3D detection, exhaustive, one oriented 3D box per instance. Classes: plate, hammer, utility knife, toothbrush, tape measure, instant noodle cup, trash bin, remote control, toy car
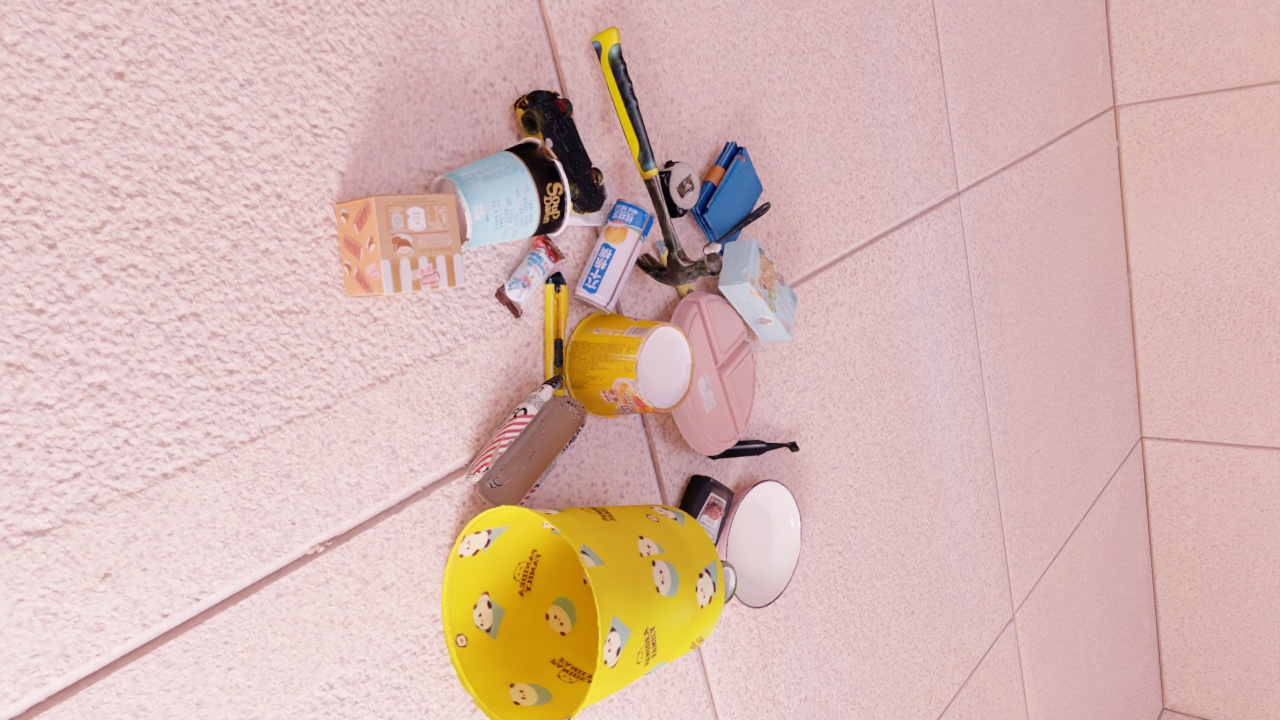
[{"bbox_3d":[0.103,0.016,1.268,0.229,0.028,0.229,9,79,-56],"label":"plate"},{"bbox_3d":[0.003,-0.247,1.141,0.031,0.126,0.323,-25,99,-41],"label":"hammer"},{"bbox_3d":[0.059,-0.101,1.261,0.167,0.018,0.030,55,49,-27],"label":"utility knife"},{"bbox_3d":[-0.099,-0.003,1.098,0.033,0.015,0.209,-4,96,-43],"label":"utility knife"},{"bbox_3d":[0.175,0.132,1.380,0.212,0.027,0.026,3,131,-46],"label":"toothbrush"},{"bbox_3d":[0.174,0.272,1.376,0.192,0.039,0.192,-3,94,-46],"label":"plate"},{"bbox_3d":[0.048,-0.232,1.226,0.065,0.034,0.066,-50,127,-32],"label":"tape measure"},{"bbox_3d":[0.141,-0.188,1.295,0.180,0.018,0.016,-40,128,-43],"label":"toothbrush"},{"bbox_3d":[-0.007,0.007,1.127,0.137,0.110,0.138,-3,94,-47],"label":"instant noodle cup"},{"bbox_3d":[-0.050,0.265,1.025,0.254,0.230,0.229,2,90,-51],"label":"trash bin"},{"bbox_3d":[-0.083,-0.186,1.100,0.124,0.024,0.049,-9,99,-46],"label":"remote control"},{"bbox_3d":[-0.092,-0.239,1.062,0.071,0.041,0.156,-41,109,-46],"label":"toy car"},{"bbox_3d":[-0.154,-0.172,0.976,0.120,0.111,0.111,-23,108,-35],"label":"instant noodle cup"}]

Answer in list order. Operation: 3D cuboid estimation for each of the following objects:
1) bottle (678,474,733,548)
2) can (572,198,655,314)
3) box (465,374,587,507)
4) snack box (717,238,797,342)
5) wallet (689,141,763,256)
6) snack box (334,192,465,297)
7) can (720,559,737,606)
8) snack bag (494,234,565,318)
[{"bbox_3d":[0.070,0.258,1.266,0.080,0.044,0.194,37,67,-40],"label":"bottle"},{"bbox_3d":[-0.033,-0.126,1.118,0.053,0.053,0.134,30,83,-43],"label":"can"},{"bbox_3d":[-0.123,0.096,1.037,0.088,0.076,0.162,43,61,-13],"label":"box"},{"bbox_3d":[0.172,-0.097,1.320,0.175,0.052,0.074,43,50,-49],"label":"snack box"},{"bbox_3d":[0.123,-0.229,1.301,0.106,0.040,0.132,52,58,-44],"label":"wallet"},{"bbox_3d":[-0.237,-0.113,0.906,0.092,0.077,0.094,-12,100,-45],"label":"snack box"},{"bbox_3d":[0.051,0.272,1.172,0.057,0.147,0.058,-3,93,-46],"label":"can"},{"bbox_3d":[-0.128,-0.099,1.056,0.105,0.026,0.045,-57,132,-24],"label":"snack bag"}]
